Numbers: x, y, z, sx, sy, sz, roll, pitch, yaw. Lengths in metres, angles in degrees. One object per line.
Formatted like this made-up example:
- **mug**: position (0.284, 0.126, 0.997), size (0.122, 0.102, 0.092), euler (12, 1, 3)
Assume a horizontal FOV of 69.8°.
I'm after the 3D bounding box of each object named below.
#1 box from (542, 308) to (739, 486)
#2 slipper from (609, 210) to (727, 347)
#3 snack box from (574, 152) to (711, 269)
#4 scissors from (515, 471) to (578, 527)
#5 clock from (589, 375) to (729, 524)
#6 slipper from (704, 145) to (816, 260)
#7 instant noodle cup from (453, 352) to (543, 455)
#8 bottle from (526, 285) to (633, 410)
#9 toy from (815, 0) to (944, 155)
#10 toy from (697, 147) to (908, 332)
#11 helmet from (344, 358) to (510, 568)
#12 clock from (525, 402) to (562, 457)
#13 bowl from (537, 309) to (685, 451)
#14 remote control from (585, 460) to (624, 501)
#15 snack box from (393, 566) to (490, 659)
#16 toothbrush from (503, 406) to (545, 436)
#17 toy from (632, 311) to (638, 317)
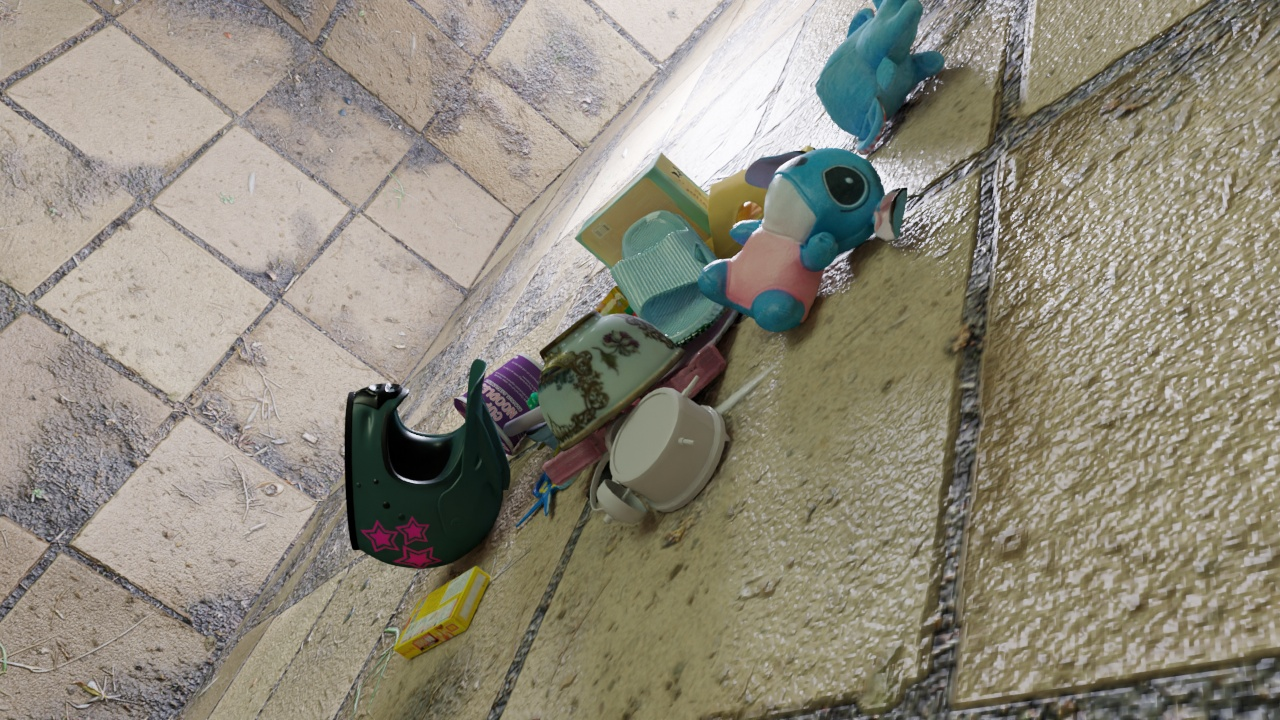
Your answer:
- **box**: position (0.009, 0.043, 1.002), size (0.233, 0.040, 0.178), euler (-37, 5, 42)
- **slipper**: position (0.026, -0.113, 1.057), size (0.116, 0.069, 0.275), euler (-28, 36, 6)
- **snack box**: position (0.018, -0.176, 1.255), size (0.194, 0.141, 0.044), euler (-34, 23, 46)
- **scissors**: position (-0.109, 0.158, 1.109), size (0.126, 0.013, 0.125), euler (-50, 15, 12)
- **clock**: position (0.010, 0.089, 0.838), size (0.160, 0.061, 0.119), euler (-38, 31, 36)
- **slipper**: position (0.107, -0.173, 1.130), size (0.264, 0.078, 0.099), euler (-45, 18, 27)
- **instant noodle cup**: position (-0.202, 0.056, 1.403), size (0.121, 0.122, 0.137), euler (-46, 41, -19)
- **bottle**: position (-0.076, -0.006, 1.268), size (0.210, 0.068, 0.068), euler (-49, 16, 9)
- **toy**: position (0.266, -0.326, 0.988), size (0.181, 0.114, 0.183), euler (122, 155, -60)
- **toy**: position (0.153, -0.113, 0.851), size (0.191, 0.099, 0.224), euler (-54, 35, 2)
- **helmet**: position (-0.269, 0.137, 1.190), size (0.176, 0.200, 0.275), euler (-114, 25, -69)
- **clock**: position (-0.082, 0.050, 1.179), size (0.162, 0.060, 0.118), euler (-53, 16, -8)
- **bowl**: position (-0.045, 0.006, 0.923), size (0.160, 0.094, 0.160), euler (-38, 3, 2)
- **remote control**: position (-0.006, 0.102, 0.945), size (0.134, 0.013, 0.058), euler (-34, 23, 45)
- **snack box**: position (-0.241, 0.307, 1.111), size (0.153, 0.025, 0.075), euler (-36, 22, 41)
- **toothbrush**: position (-0.121, 0.066, 1.115), size (0.188, 0.018, 0.019), euler (-27, 37, 54)
- **toy**: position (0.025, -0.061, 1.115), size (0.092, 0.062, 0.132), euler (-38, 31, 30)
